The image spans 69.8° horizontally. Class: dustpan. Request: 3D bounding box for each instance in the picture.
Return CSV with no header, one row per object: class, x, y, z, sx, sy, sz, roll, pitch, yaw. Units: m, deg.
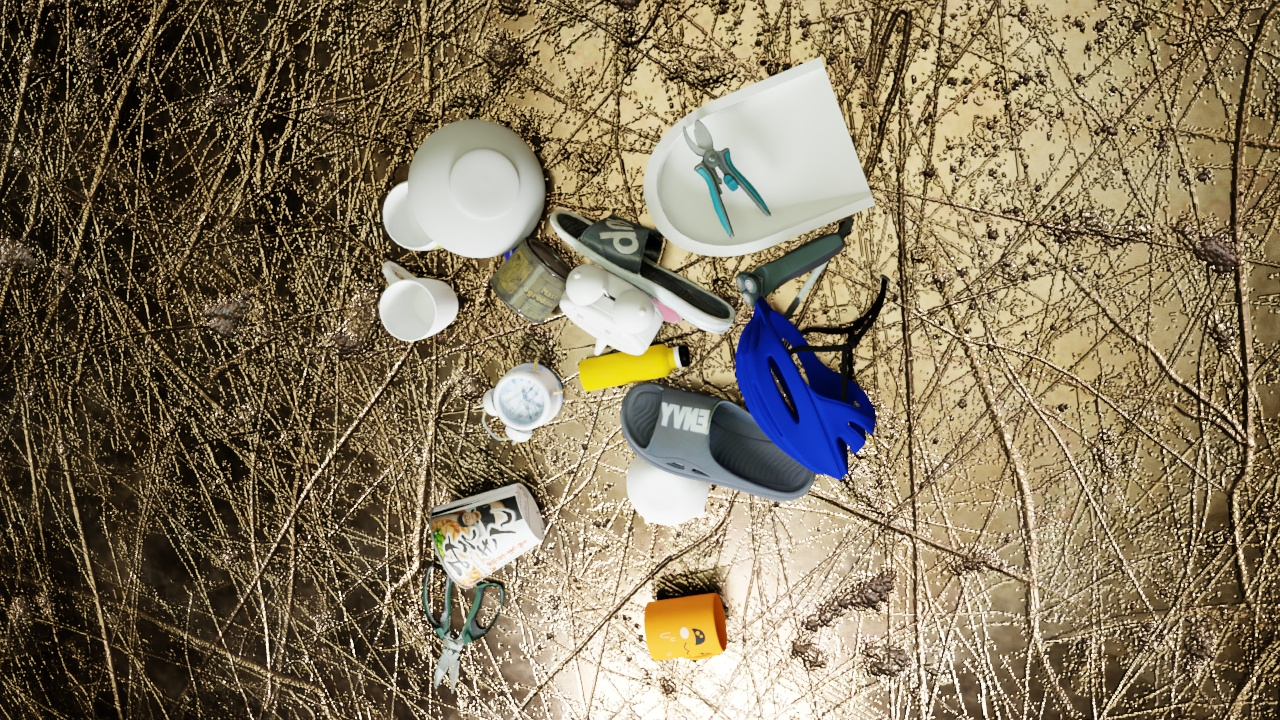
dustpan,0.133,-0.233,1.134,0.258,0.053,0.191,-21,95,15

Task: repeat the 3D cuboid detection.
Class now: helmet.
helmet,0.231,0.010,1.102,0.228,0.147,0.241,-35,90,20

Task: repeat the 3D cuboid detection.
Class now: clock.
clock,-0.164,0.060,1.252,0.126,0.051,0.089,-43,90,18
clock,-0.040,-0.055,1.145,0.125,0.161,0.072,30,79,6

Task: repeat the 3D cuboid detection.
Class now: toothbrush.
toothbrush,-0.006,-0.082,1.210,0.135,0.016,0.022,27,106,7

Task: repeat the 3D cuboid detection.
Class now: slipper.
slipper,0.099,0.103,1.167,0.268,0.083,0.110,20,75,4
slipper,0.011,-0.128,1.152,0.264,0.111,0.063,35,114,2

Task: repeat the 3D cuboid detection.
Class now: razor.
razor,0.188,-0.118,1.144,0.143,0.052,0.047,-28,83,12

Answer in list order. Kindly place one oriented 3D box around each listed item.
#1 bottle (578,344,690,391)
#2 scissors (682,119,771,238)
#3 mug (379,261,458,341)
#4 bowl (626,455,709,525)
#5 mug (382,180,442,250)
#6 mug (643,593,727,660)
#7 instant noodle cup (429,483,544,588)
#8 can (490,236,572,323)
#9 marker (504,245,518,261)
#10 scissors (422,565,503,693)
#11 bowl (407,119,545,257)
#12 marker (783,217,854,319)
bottle,-0.007,0.007,1.211,0.144,0.043,0.043,-11,97,14
scissors,0.103,-0.218,1.118,0.154,0.019,0.126,18,94,2
mug,-0.304,-0.086,1.237,0.081,0.087,0.114,-34,91,15
bowl,0.033,0.171,1.226,0.115,0.050,0.115,2,100,12
mug,-0.280,-0.201,1.223,0.116,0.068,0.094,-39,90,15
mug,0.067,0.372,1.248,0.096,0.077,0.113,-11,128,14
instant noodle cup,-0.205,0.232,1.262,0.122,0.123,0.123,-25,93,6
can,-0.137,-0.106,1.196,0.090,0.089,0.075,44,105,2
marker,-0.176,-0.200,1.225,0.020,0.020,0.141,-1,99,12
scissors,-0.291,0.394,1.354,0.137,0.015,0.210,27,103,3
bowl,-0.202,-0.220,1.162,0.176,0.066,0.176,-1,93,-19
marker,0.224,-0.114,1.156,0.011,0.011,0.152,33,105,5
